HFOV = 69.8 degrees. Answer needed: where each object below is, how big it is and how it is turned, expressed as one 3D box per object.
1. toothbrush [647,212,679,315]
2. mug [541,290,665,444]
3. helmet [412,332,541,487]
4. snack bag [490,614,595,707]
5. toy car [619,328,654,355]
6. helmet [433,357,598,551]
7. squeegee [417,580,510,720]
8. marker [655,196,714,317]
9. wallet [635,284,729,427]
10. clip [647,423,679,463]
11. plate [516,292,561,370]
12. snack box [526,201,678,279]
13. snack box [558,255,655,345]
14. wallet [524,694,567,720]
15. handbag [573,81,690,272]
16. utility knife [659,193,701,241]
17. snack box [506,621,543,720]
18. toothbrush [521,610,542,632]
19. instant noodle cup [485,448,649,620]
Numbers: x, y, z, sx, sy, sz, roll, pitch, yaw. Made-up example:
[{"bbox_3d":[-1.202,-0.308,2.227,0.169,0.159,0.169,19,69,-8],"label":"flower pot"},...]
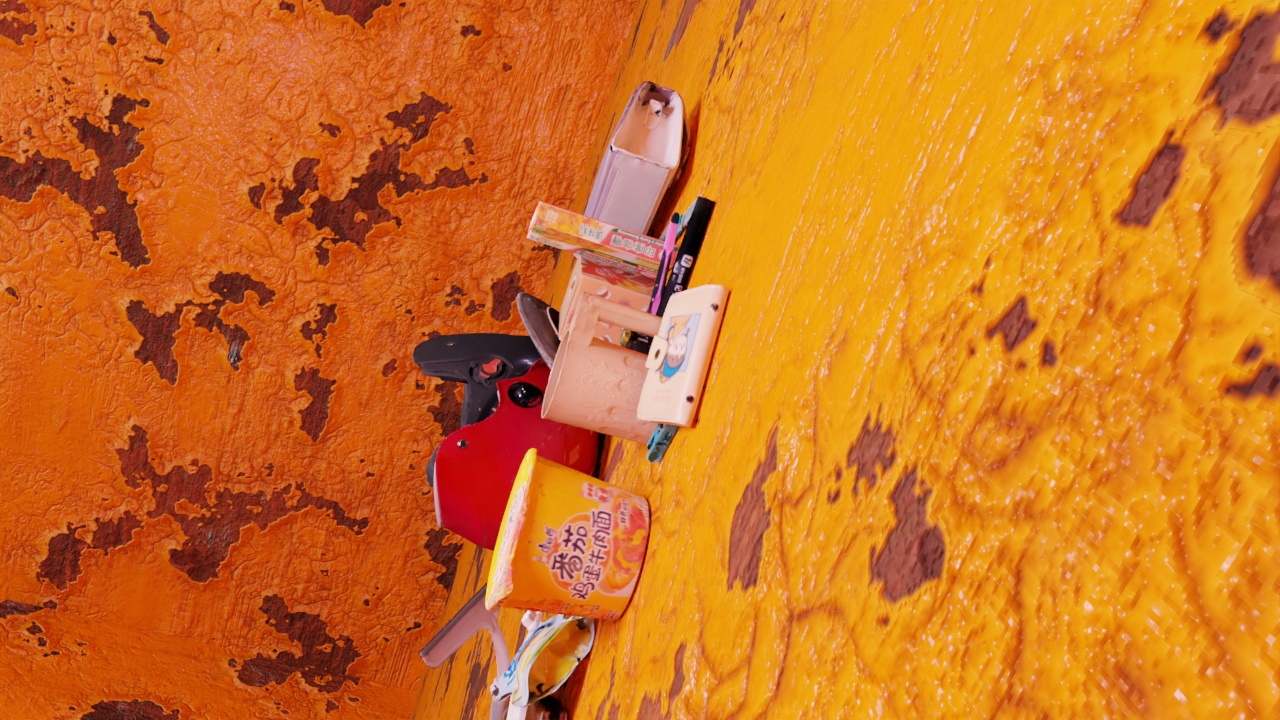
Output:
[{"bbox_3d":[0.017,-0.063,0.960,0.018,0.014,0.189,127,156,-87],"label":"toothbrush"},{"bbox_3d":[-0.022,0.008,0.818,0.084,0.103,0.125,-95,24,-64],"label":"mug"},{"bbox_3d":[-0.198,0.081,1.296,0.274,0.230,0.234,-112,18,-54],"label":"helmet"},{"bbox_3d":[-0.099,0.291,0.900,0.110,0.039,0.191,-57,5,-24],"label":"snack bag"},{"bbox_3d":[-0.005,0.005,0.908,0.036,0.043,0.091,123,162,-48],"label":"toy car"},{"bbox_3d":[-0.119,0.120,1.055,0.239,0.144,0.207,-50,-18,-36],"label":"helmet"},{"bbox_3d":[-0.166,0.380,1.061,0.247,0.040,0.250,-41,-47,-66],"label":"squeegee"},{"bbox_3d":[0.041,-0.093,0.882,0.022,0.020,0.132,-37,-34,-79],"label":"marker"},{"bbox_3d":[0.032,-0.003,0.748,0.087,0.024,0.115,1,74,61],"label":"wallet"},{"bbox_3d":[0.019,0.062,0.772,0.043,0.014,0.057,-87,20,-49],"label":"clip"},{"bbox_3d":[-0.080,-0.011,1.058,0.024,0.179,0.179,-35,20,10],"label":"plate"},{"bbox_3d":[-0.043,-0.129,0.997,0.077,0.155,0.027,158,128,-77],"label":"snack box"},{"bbox_3d":[-0.035,-0.058,1.016,0.092,0.094,0.077,-102,31,-70],"label":"snack box"},{"bbox_3d":[-0.098,0.370,0.858,0.125,0.032,0.101,140,143,-73],"label":"wallet"},{"bbox_3d":[-0.009,-0.222,1.129,0.198,0.098,0.144,119,162,-53],"label":"handbag"},{"bbox_3d":[0.033,-0.140,1.017,0.217,0.013,0.029,142,140,-71],"label":"utility knife"},{"bbox_3d":[-0.125,0.374,0.998,0.085,0.027,0.156,117,166,-46],"label":"snack box"},{"bbox_3d":[-0.102,0.250,1.001,0.016,0.016,0.180,-46,2,11],"label":"toothbrush"},{"bbox_3d":[-0.061,0.155,0.777,0.138,0.109,0.138,-164,91,-80],"label":"instant noodle cup"}]
